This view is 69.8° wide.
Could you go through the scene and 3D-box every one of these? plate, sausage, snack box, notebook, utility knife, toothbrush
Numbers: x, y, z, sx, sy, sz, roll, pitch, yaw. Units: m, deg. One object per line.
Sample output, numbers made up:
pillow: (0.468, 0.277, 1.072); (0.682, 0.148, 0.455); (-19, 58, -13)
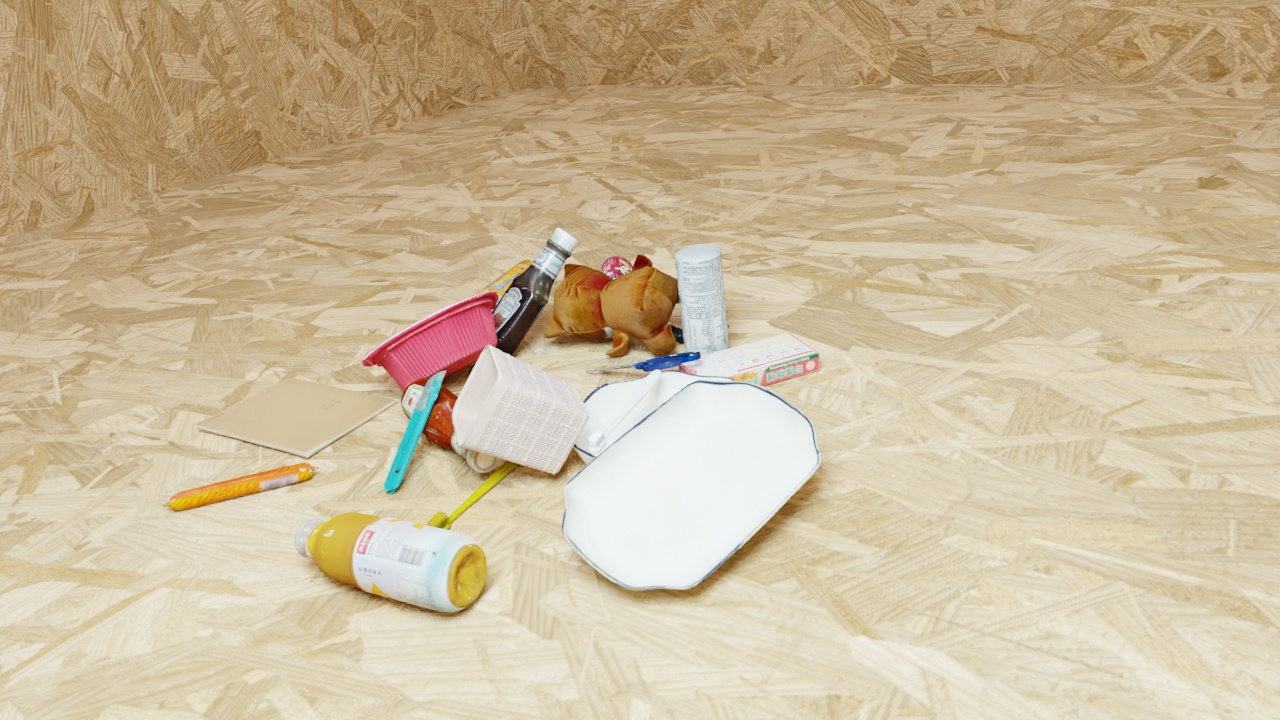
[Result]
plate: (0.049, 0.115, 0.847); (0.162, 0.034, 0.265); (32, 53, 29)
sausage: (-0.441, 0.139, 1.014); (0.165, 0.021, 0.021); (-13, 25, -11)
plate: (0.024, 0.073, 0.993); (0.205, 0.046, 0.204); (-7, 24, 3)
snack box: (0.132, 0.006, 1.125); (0.155, 0.027, 0.077); (-15, 25, -15)
notebook: (-0.442, 0.069, 1.180); (0.212, 0.012, 0.149); (8, 28, 31)
utility knife: (-0.249, 0.076, 1.011); (0.029, 0.013, 0.151); (-6, 56, 38)
toothbrush: (-0.161, 0.127, 0.965); (0.016, 0.017, 0.189); (4, 27, 29)
toothbrush: (-0.014, 0.048, 0.983); (0.016, 0.016, 0.179); (6, 28, 23)

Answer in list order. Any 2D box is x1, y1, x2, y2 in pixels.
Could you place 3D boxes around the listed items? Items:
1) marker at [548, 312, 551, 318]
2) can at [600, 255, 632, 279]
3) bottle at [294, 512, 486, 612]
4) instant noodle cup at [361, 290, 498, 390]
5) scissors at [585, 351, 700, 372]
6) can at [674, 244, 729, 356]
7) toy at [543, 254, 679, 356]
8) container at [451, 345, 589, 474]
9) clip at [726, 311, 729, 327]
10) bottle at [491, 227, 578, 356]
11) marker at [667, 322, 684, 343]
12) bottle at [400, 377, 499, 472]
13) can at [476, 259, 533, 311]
marker: (-0.095, -0.084, 1.402); (0.018, 0.015, 0.123); (15, 30, 36)
can: (-0.037, -0.115, 1.402); (0.053, 0.053, 0.132); (-6, 25, 3)
bottle: (-0.228, 0.175, 0.821); (0.190, 0.068, 0.067); (6, 28, 27)
instant noodle cup: (-0.254, -0.017, 1.176); (0.194, 0.066, 0.194); (-30, 0, 0)
scissors: (0.004, 0.003, 1.142); (0.124, 0.012, 0.174); (-14, 6, -19)
can: (0.079, -0.070, 1.162); (0.058, 0.147, 0.058); (-7, 25, 3)
toy: (-0.035, -0.073, 1.239); (0.200, 0.130, 0.139); (4, 60, 26)
container: (-0.122, 0.054, 0.948); (0.111, 0.090, 0.090); (23, 15, -25)
clip: (0.097, -0.056, 1.283); (0.027, 0.045, 0.058); (-29, 27, -35)
bottle: (-0.153, -0.093, 1.261); (0.195, 0.044, 0.080); (-56, 35, 2)
marker: (0.031, -0.052, 1.292); (0.022, 0.018, 0.131); (-9, 24, -24)
bottle: (-0.214, 0.074, 1.038); (0.059, 0.060, 0.206); (-20, 26, -25)
can: (-0.203, -0.106, 1.427); (0.058, 0.058, 0.145); (3, 27, 22)
